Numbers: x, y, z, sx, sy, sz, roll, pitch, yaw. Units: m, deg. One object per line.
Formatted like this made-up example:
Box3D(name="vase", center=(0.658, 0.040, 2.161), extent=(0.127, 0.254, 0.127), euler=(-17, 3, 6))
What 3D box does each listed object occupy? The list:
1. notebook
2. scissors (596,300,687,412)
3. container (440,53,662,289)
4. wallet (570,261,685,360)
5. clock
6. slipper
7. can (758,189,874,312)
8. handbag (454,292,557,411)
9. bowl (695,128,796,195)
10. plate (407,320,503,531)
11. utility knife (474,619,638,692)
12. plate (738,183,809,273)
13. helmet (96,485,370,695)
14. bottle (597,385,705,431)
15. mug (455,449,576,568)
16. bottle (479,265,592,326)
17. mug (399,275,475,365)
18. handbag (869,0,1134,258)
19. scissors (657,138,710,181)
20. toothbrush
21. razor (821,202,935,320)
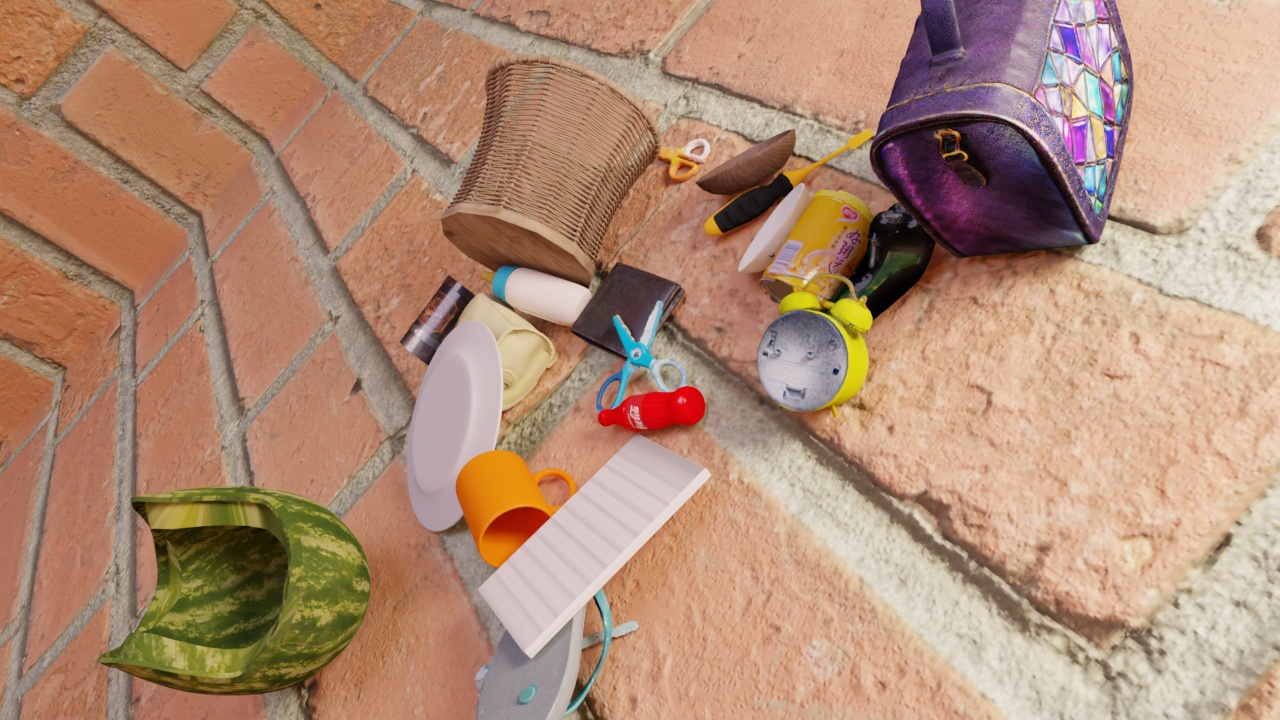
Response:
Box3D(name="notebook", center=(-0.045, 0.154, 0.811), extent=(0.209, 0.009, 0.143), euler=(-44, 23, -13))
Box3D(name="scissors", center=(-0.007, 0.007, 0.938), extent=(0.138, 0.011, 0.134), euler=(-46, 53, 19))
Box3D(name="container", center=(-0.113, -0.211, 1.089), extent=(0.227, 0.226, 0.196), euler=(3, 67, 47))
Box3D(name="wallet", center=(-0.015, -0.053, 1.007), extent=(0.120, 0.031, 0.099), euler=(24, 79, 50))
Box3D(name="clock", center=(0.144, -0.013, 0.750), extent=(0.083, 0.057, 0.119), euler=(14, 97, 39))
Box3D(name="slipper", center=(-0.071, 0.231, 0.785), extent=(0.098, 0.055, 0.268), euler=(-23, 29, 26))
Box3D(name="can", center=(0.161, -0.096, 0.829), extent=(0.068, 0.067, 0.105), euler=(23, 76, 52))
Box3D(name="handbag", center=(-0.172, -0.008, 1.088), extent=(0.111, 0.081, 0.119), euler=(-55, 38, 4))
Box3D(name="bowl", center=(0.117, -0.205, 0.977), extent=(0.118, 0.030, 0.117), euler=(-28, 12, 6))
Box3D(name="plate", center=(-0.221, 0.071, 1.041), extent=(0.243, 0.016, 0.242), euler=(-26, 58, 49))
Box3D(name="utility knife", center=(-0.076, 0.259, 0.804), extent=(0.181, 0.015, 0.022), euler=(-25, 47, 26))
Box3D(name="plate", center=(0.136, -0.122, 0.893), extent=(0.104, 0.026, 0.104), euler=(-54, 5, 7))
Box3D(name="helmet", center=(-0.413, 0.244, 0.976), extent=(0.244, 0.247, 0.213), euler=(113, 161, -70))
Box3D(name="bottle", center=(0.006, 0.049, 0.886), extent=(0.119, 0.036, 0.036), euler=(-11, 51, 40))
Box3D(name="mug", center=(-0.119, 0.140, 0.913), extent=(0.112, 0.078, 0.096), euler=(-23, 35, -12))
Box3D(name="bottle", center=(-0.128, -0.081, 1.079), extent=(0.146, 0.051, 0.051), euler=(20, 70, 21))
Box3D(name="mug", center=(-0.238, -0.036, 1.188), extent=(0.116, 0.080, 0.107), euler=(36, 87, 27))
Box3D(name="handbag", center=(0.269, -0.208, 0.688), extent=(0.126, 0.222, 0.204), euler=(-1, 57, 46))
Box3D(name="scissors", center=(0.041, -0.256, 1.139), extent=(0.064, 0.013, 0.128), euler=(-50, 38, -2))
Box3D(name="toothbrush", center=(0.151, -0.183, 0.951), extent=(0.197, 0.031, 0.030), euler=(-29, 9, 19))
Box3D(name="razor", center=(0.189, -0.067, 0.780), extent=(0.151, 0.067, 0.054), euler=(-50, 33, 13))
